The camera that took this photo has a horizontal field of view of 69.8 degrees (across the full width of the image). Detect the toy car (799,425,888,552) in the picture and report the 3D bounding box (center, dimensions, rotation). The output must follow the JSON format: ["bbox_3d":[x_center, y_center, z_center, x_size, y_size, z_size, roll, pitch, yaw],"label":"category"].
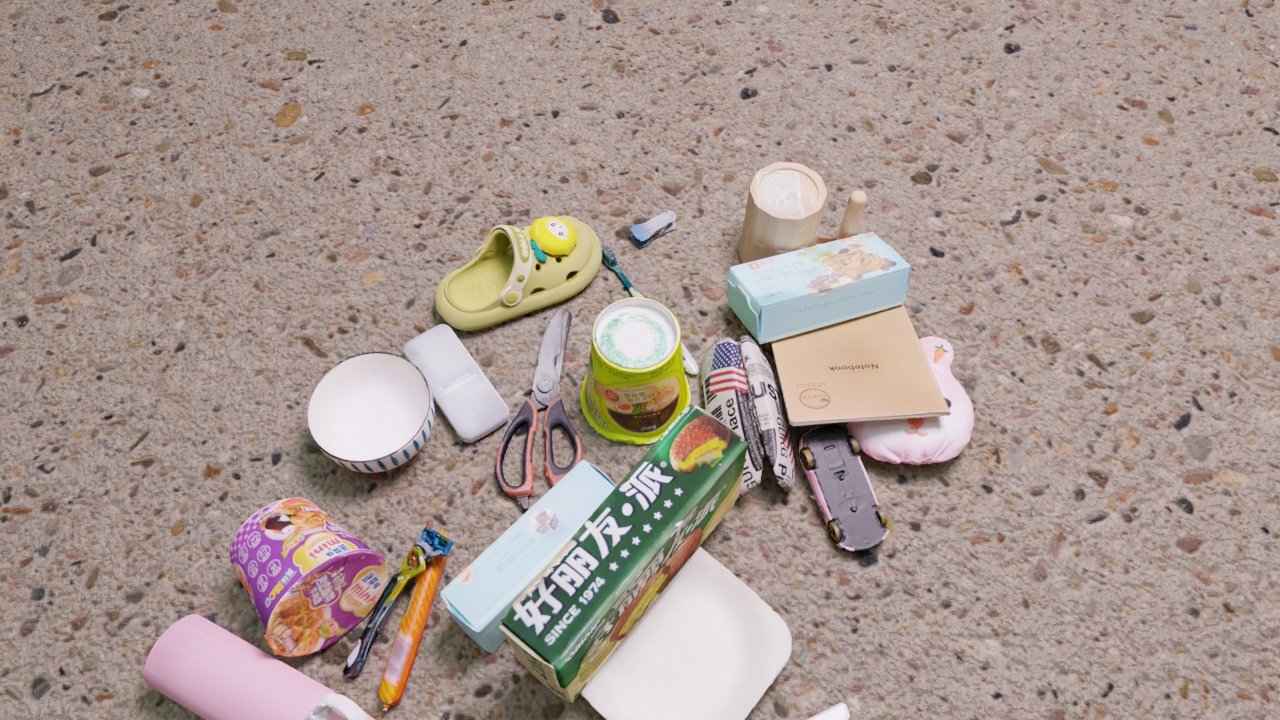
[{"bbox_3d":[0.188,0.120,0.859,0.056,0.037,0.122,-17,73,-6],"label":"toy car"}]

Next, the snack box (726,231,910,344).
[{"bbox_3d":[0.182,-0.077,0.941,0.174,0.052,0.074,-15,42,-14],"label":"snack box"}]

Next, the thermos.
[{"bbox_3d":[-0.302,0.272,0.743,0.199,0.087,0.067,23,33,15],"label":"thermos"}]

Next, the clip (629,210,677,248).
[{"bbox_3d":[0.016,-0.148,1.029,0.058,0.038,0.026,-32,62,-16],"label":"clip"}]

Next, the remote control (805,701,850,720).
[{"bbox_3d":[0.110,0.312,0.737,0.124,0.049,0.024,-21,59,-12],"label":"remote control"}]

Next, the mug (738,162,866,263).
[{"bbox_3d":[0.170,-0.145,0.975,0.125,0.104,0.084,5,59,4],"label":"mug"}]

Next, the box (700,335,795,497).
[{"bbox_3d":[0.094,0.053,0.888,0.087,0.076,0.162,-15,61,14],"label":"box"}]

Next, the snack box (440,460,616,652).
[{"bbox_3d":[-0.091,0.171,0.806,0.051,0.074,0.174,39,67,21],"label":"snack box"}]

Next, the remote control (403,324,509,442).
[{"bbox_3d":[-0.187,0.022,0.927,0.055,0.020,0.136,-31,64,-18],"label":"remote control"}]

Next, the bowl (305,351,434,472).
[{"bbox_3d":[-0.253,0.057,0.880,0.116,0.066,0.116,-1,60,1],"label":"bowl"}]

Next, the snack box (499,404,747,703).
[{"bbox_3d":[-0.008,0.156,0.752,0.063,0.115,0.239,34,64,21],"label":"snack box"}]

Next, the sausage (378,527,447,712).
[{"bbox_3d":[-0.197,0.224,0.806,0.021,0.021,0.164,10,60,6],"label":"sausage"}]

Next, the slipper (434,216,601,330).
[{"bbox_3d":[-0.128,-0.099,0.964,0.190,0.082,0.091,-28,66,-15],"label":"slipper"}]

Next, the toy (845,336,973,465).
[{"bbox_3d":[0.262,0.032,0.902,0.121,0.054,0.159,5,52,7],"label":"toy"}]

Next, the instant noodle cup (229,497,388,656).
[{"bbox_3d":[-0.292,0.178,0.790,0.111,0.112,0.099,-40,60,-21],"label":"instant noodle cup"}]

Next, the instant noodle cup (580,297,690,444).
[{"bbox_3d":[-0.005,0.005,0.875,0.111,0.124,0.111,0,60,0],"label":"instant noodle cup"}]

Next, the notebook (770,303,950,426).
[{"bbox_3d":[0.205,-0.013,0.911,0.148,0.008,0.207,-4,40,1],"label":"notebook"}]

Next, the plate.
[{"bbox_3d":[0.028,0.247,0.784,0.163,0.034,0.164,39,66,21],"label":"plate"}]

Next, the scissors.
[{"bbox_3d":[-0.082,0.041,0.919,0.185,0.015,0.208,38,67,22],"label":"scissors"}]

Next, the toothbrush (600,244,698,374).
[{"bbox_3d":[0.007,-0.057,0.974,0.016,0.018,0.191,-28,63,-16],"label":"toothbrush"}]

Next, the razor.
[{"bbox_3d":[-0.219,0.210,0.800,0.043,0.022,0.142,16,70,46],"label":"razor"}]
